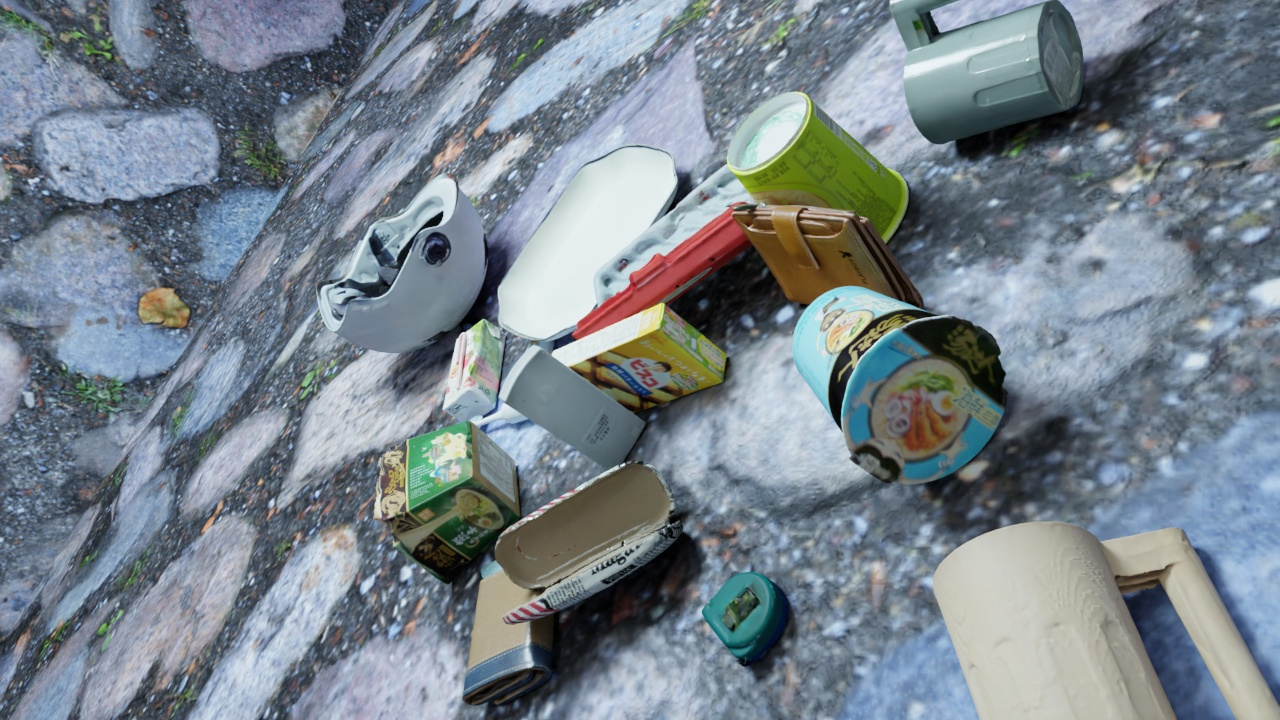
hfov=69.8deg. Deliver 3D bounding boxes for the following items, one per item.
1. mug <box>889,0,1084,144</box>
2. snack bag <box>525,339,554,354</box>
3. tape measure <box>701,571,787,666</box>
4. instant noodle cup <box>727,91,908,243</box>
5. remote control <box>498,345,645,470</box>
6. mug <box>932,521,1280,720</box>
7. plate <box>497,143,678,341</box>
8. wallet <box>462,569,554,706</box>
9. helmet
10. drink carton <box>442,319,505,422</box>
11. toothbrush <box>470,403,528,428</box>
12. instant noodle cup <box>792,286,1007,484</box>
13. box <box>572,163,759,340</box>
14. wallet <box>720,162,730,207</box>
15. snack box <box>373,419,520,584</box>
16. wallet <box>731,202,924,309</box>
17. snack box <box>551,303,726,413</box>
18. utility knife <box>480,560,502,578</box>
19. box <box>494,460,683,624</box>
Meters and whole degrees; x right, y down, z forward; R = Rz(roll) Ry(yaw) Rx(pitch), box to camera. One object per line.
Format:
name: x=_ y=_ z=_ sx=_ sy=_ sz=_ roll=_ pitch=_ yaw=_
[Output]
mug: x=0.254 y=-0.229 z=0.678 sx=0.104 sy=0.124 sz=0.083 roll=-3 pitch=39 yaw=47
snack bag: x=-0.113 y=-0.004 z=1.009 sx=0.045 sy=0.026 sz=0.105 roll=-29 pitch=37 yaw=37
tape measure: x=0.070 y=0.169 z=0.614 sx=0.054 sy=0.025 sz=0.058 roll=-52 pitch=33 yaw=3
instant noodle cup: x=0.136 y=-0.148 z=0.743 sx=0.112 sy=0.123 sz=0.111 roll=-32 pitch=38 yaw=29
remote control: x=-0.058 y=0.043 z=0.792 sx=0.056 sy=0.135 sz=0.019 roll=-57 pitch=31 yaw=-7
mug: x=0.213 y=0.137 z=0.428 sx=0.125 sy=0.084 sz=0.103 roll=-13 pitch=45 yaw=9
plate: x=-0.054 y=-0.127 z=1.018 sx=0.162 sy=0.034 sz=0.265 roll=19 pitch=72 yaw=42
wallet: x=-0.109 y=0.227 z=0.779 sx=0.090 sy=0.033 sz=0.115 roll=-32 pitch=37 yaw=25
helmet: x=-0.296 y=-0.111 z=1.232 sx=0.229 sy=0.146 sz=0.258 roll=12 pitch=61 yaw=54
drink carton: x=-0.196 y=0.012 z=1.080 sx=0.054 sy=0.045 sz=0.122 roll=-33 pitch=37 yaw=29
toothbrush: x=-0.119 y=0.049 z=0.966 sx=0.222 sy=0.027 sz=0.026 roll=-19 pitch=34 yaw=42
instant noodle cup: x=0.155 y=0.005 z=0.598 sx=0.111 sy=0.111 sz=0.120 roll=-48 pitch=25 yaw=6
box: x=0.029 y=-0.092 z=0.853 sx=0.202 sy=0.069 sz=0.157 roll=-36 pitch=21 yaw=24
wallet: x=0.112 y=-0.166 z=0.890 sx=0.097 sy=0.020 sz=0.122 roll=-21 pitch=43 yaw=34
snack box: x=-0.181 y=0.131 z=0.903 sx=0.106 sy=0.117 sz=0.118 roll=-29 pitch=40 yaw=14
wallet: x=0.135 y=-0.081 z=0.686 sx=0.035 sy=0.119 sz=0.131 roll=-53 pitch=31 yaw=-12
snack box: x=-0.005 y=0.005 z=0.808 sx=0.141 sy=0.087 sz=0.033 roll=-23 pitch=43 yaw=37
utility knife: x=-0.082 y=0.163 z=0.821 sx=0.185 sy=0.013 sz=0.029 roll=-28 pitch=36 yaw=31
box: x=-0.046 y=0.148 z=0.719 sx=0.162 sy=0.075 sz=0.086 roll=-29 pitch=13 yaw=13
